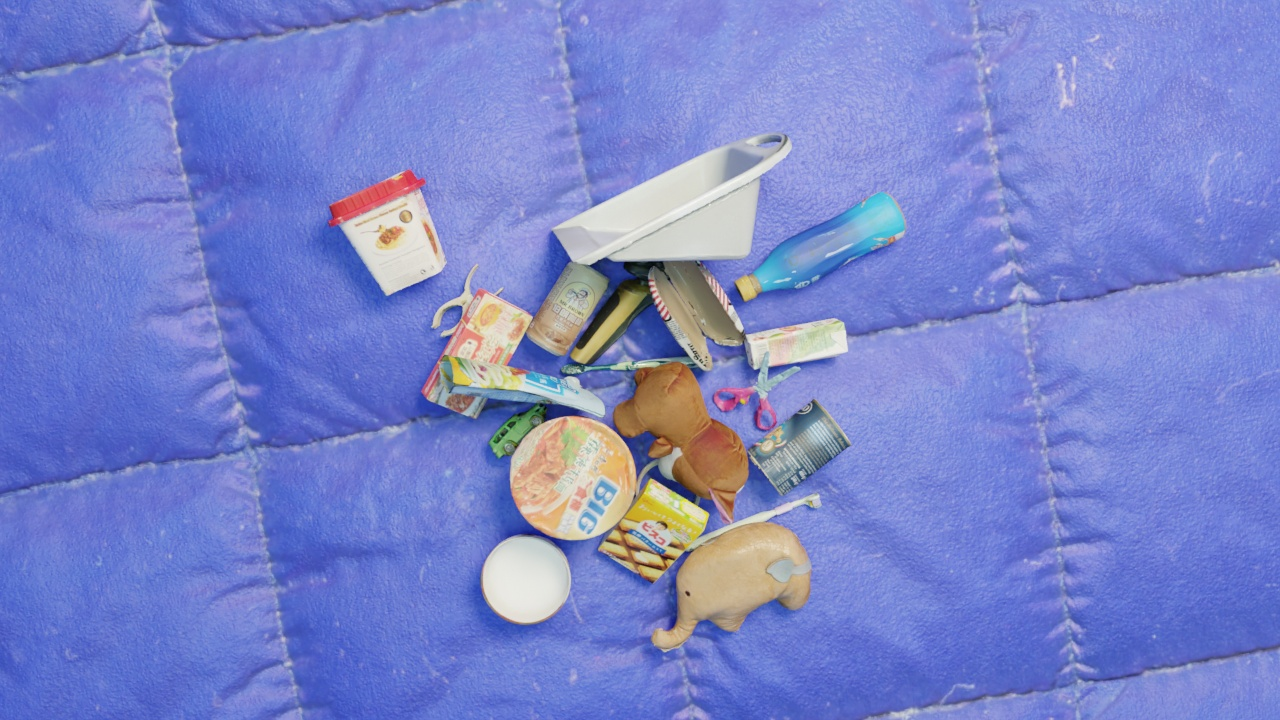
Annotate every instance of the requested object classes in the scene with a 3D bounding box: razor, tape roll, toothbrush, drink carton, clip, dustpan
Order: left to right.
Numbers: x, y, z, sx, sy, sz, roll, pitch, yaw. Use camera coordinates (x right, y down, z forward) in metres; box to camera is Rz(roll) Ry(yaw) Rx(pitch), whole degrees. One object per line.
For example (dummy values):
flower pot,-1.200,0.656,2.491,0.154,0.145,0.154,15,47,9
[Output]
clip,-0.223,-0.072,1.158,0.072,0.034,0.100,44,88,-3
razor,-0.029,-0.064,1.154,0.067,0.062,0.167,34,100,-36
toothbrush,-0.007,0.007,1.176,0.191,0.018,0.016,-3,95,-1
tape roll,0.036,0.169,1.194,0.086,0.014,0.086,0,95,-1
dustpan,0.039,-0.199,1.064,0.257,0.222,0.143,1,107,-12
toothbrush,0.145,0.213,1.198,0.189,0.029,0.020,-20,53,2
drink carton,0.196,-0.019,1.160,0.122,0.053,0.045,-11,98,0

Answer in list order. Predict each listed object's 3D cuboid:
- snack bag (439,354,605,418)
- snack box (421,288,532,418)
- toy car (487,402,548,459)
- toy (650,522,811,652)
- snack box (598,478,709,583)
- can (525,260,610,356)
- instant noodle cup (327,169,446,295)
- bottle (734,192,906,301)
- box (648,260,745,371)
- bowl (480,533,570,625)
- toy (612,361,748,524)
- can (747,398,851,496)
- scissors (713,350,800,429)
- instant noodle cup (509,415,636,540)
snack bag,-0.142,0.030,1.107,0.190,0.110,0.039,10,96,-24
snack box,-0.205,-0.007,1.151,0.075,0.025,0.153,27,95,-35
toy car,-0.155,0.087,1.168,0.091,0.043,0.036,-41,94,2
toy,0.108,0.288,1.172,0.226,0.082,0.143,-22,101,2
snack box,0.015,0.216,1.152,0.087,0.033,0.141,32,128,-3
can,-0.091,-0.067,1.147,0.058,0.058,0.116,32,94,-4
instant noodle cup,-0.299,-0.155,1.116,0.116,0.116,0.124,-24,107,1
bottle,0.220,-0.136,1.144,0.219,0.065,0.065,-26,95,1
box,0.059,-0.053,1.117,0.087,0.076,0.163,-56,133,-21
bowl,-0.145,0.273,1.176,0.113,0.062,0.113,0,95,-3
toy,0.057,0.101,1.130,0.199,0.139,0.131,43,130,-9
can,0.199,0.111,1.161,0.111,0.075,0.075,-38,95,3
scissors,0.156,0.043,1.152,0.113,0.017,0.135,45,131,-15
instant noodle cup,-0.082,0.135,1.139,0.151,0.111,0.151,0,95,-1
